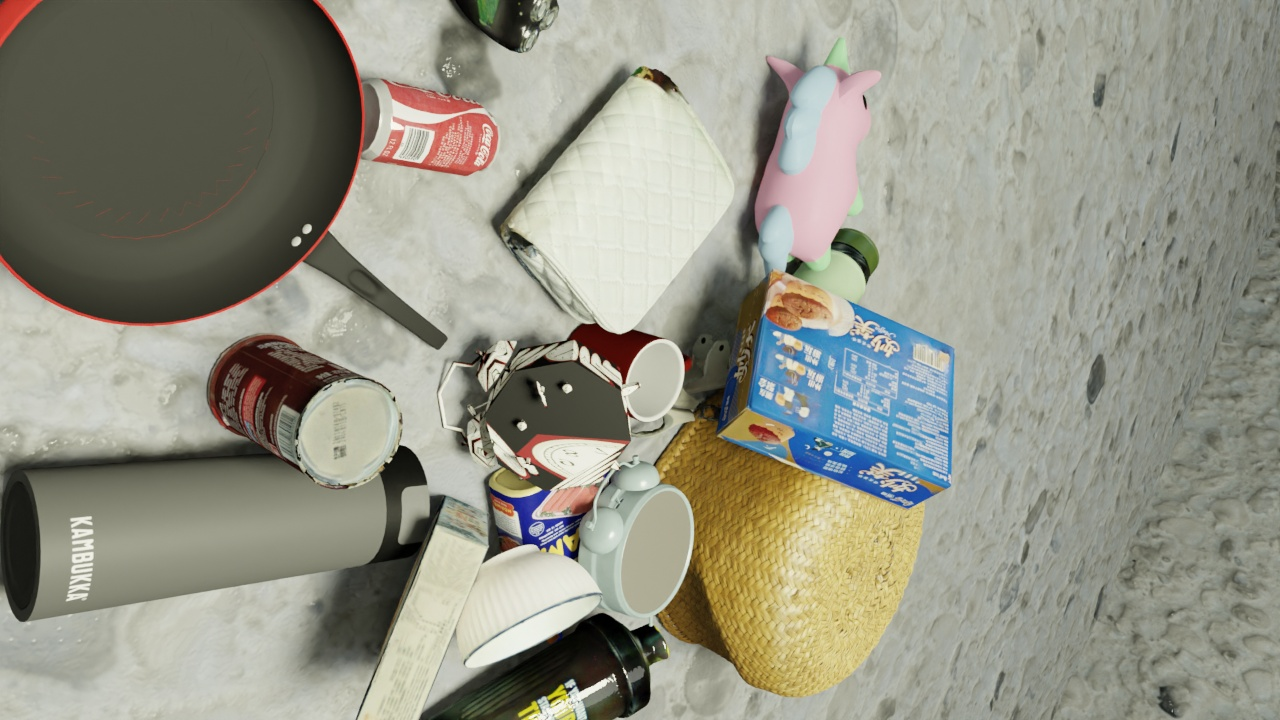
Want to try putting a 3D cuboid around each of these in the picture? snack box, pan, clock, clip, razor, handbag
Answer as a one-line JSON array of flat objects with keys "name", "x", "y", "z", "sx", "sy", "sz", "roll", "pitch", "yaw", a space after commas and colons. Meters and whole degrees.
[{"name": "snack box", "x": 0.185, "y": 0.027, "z": 0.848, "sx": 0.202, "sy": 0.069, "sz": 0.154, "roll": 22, "pitch": 58, "yaw": -13}, {"name": "pan", "x": -0.223, "y": -0.090, "z": 0.556, "sx": 0.208, "sy": 0.067, "sz": 0.356, "roll": -52, "pitch": 153, "yaw": -6}, {"name": "clock", "x": -0.083, "y": 0.043, "z": 0.719, "sx": 0.154, "sy": 0.065, "sz": 0.115, "roll": 11, "pitch": 112, "yaw": -7}, {"name": "snack box", "x": -0.156, "y": 0.182, "z": 0.676, "sx": 0.042, "sy": 0.145, "sz": 0.144, "roll": 22, "pitch": 86, "yaw": -9}, {"name": "clip", "x": 0.065, "y": 0.001, "z": 0.943, "sx": 0.101, "sy": 0.050, "sz": 0.058, "roll": -8, "pitch": 102, "yaw": -46}, {"name": "snack box", "x": -0.211, "y": 0.030, "z": 0.574, "sx": 0.072, "sy": 0.121, "sz": 0.072, "roll": -18, "pitch": 116, "yaw": -43}, {"name": "clock", "x": -0.005, "y": 0.156, "z": 0.809, "sx": 0.122, "sy": 0.045, "sz": 0.159, "roll": -53, "pitch": 138, "yaw": -35}, {"name": "razor", "x": -0.112, "y": -0.279, "z": 0.615, "sx": 0.151, "sy": 0.067, "sz": 0.053, "roll": 51, "pitch": 62, "yaw": -34}, {"name": "handbag", "x": -0.018, "y": -0.129, "z": 0.763, "sx": 0.194, "sy": 0.073, "sz": 0.139, "roll": -53, "pitch": 126, "yaw": -20}]

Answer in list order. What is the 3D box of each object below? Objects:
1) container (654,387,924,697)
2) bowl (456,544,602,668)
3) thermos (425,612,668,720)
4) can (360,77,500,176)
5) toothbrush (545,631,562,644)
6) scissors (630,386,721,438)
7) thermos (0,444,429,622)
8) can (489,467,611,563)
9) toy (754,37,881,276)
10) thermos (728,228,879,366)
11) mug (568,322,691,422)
[{"name": "container", "x": 0.163, "y": 0.188, "z": 0.975, "sx": 0.306, "sy": 0.197, "sz": 0.307, "roll": -20, "pitch": 119, "yaw": -43}, {"name": "bowl", "x": -0.095, "y": 0.186, "z": 0.723, "sx": 0.118, "sy": 0.062, "sz": 0.118, "roll": -25, "pitch": 159, "yaw": -11}, {"name": "thermos", "x": -0.084, "y": 0.303, "z": 0.816, "sx": 0.220, "sy": 0.098, "sz": 0.098, "roll": -22, "pitch": 119, "yaw": -29}, {"name": "can", "x": -0.147, "y": -0.157, "z": 0.627, "sx": 0.096, "sy": 0.054, "sz": 0.054, "roll": -1, "pitch": 104, "yaw": -47}, {"name": "toothbrush", "x": -0.075, "y": 0.325, "z": 0.902, "sx": 0.018, "sy": 0.016, "sz": 0.183, "roll": -25, "pitch": 121, "yaw": -33}, {"name": "scissors", "x": 0.056, "y": 0.037, "z": 0.878, "sx": 0.171, "sy": 0.012, "sz": 0.121, "roll": -15, "pitch": 104, "yaw": -6}, {"name": "thermos", "x": -0.254, "y": 0.101, "z": 0.583, "sx": 0.240, "sy": 0.082, "sz": 0.082, "roll": 1, "pitch": 103, "yaw": -47}, {"name": "can", "x": -0.074, "y": 0.129, "z": 0.804, "sx": 0.116, "sy": 0.057, "sz": 0.092, "roll": -25, "pitch": 120, "yaw": -39}, {"name": "toy", "x": 0.167, "y": -0.190, "z": 0.915, "sx": 0.222, "sy": 0.120, "sz": 0.171, "roll": -60, "pitch": 147, "yaw": -14}, {"name": "thermos", "x": 0.179, "y": -0.057, "z": 0.980, "sx": 0.230, "sy": 0.082, "sz": 0.082, "roll": -49, "pitch": 134, "yaw": -34}, {"name": "mug", "x": -0.005, "y": 0.005, "z": 0.813, "sx": 0.105, "sy": 0.083, "sz": 0.073, "roll": -15, "pitch": 114, "yaw": -43}]
